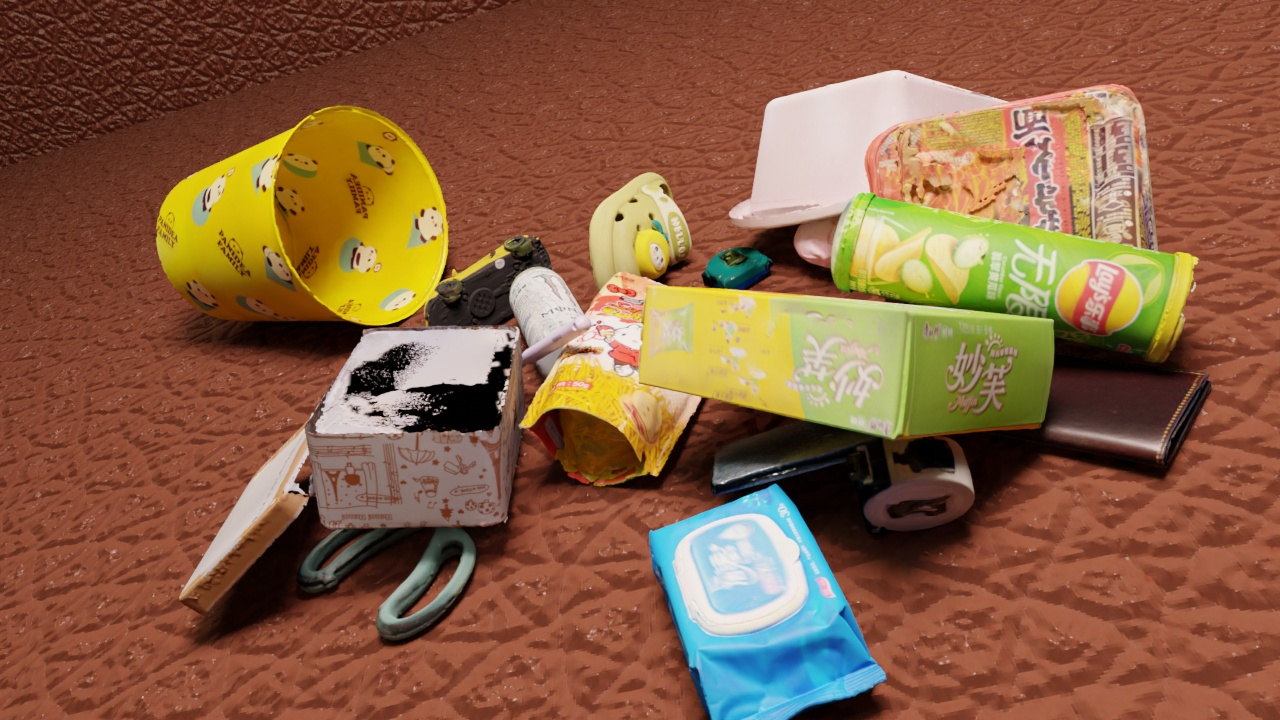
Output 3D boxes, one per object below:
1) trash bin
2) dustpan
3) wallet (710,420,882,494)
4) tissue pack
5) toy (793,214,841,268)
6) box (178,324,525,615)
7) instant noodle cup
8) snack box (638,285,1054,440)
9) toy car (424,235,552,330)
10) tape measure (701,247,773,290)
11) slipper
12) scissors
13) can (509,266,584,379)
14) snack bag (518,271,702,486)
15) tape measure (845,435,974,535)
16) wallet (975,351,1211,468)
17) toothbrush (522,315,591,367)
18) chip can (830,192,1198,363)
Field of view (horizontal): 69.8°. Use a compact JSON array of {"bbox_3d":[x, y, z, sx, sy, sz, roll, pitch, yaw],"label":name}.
[{"bbox_3d":[-0.389,-0.145,1.032,0.256,0.230,0.228,-3,34,33],"label":"trash bin"},{"bbox_3d":[0.217,-0.169,0.849,0.273,0.139,0.223,6,0,-31],"label":"dustpan"},{"bbox_3d":[0.104,0.056,0.594,0.121,0.019,0.097,-17,4,8],"label":"wallet"},{"bbox_3d":[0.061,0.132,0.505,0.095,0.052,0.157,-20,31,-1],"label":"tissue pack"},{"bbox_3d":[0.213,-0.128,0.831,0.121,0.054,0.159,8,33,42],"label":"toy"},{"bbox_3d":[-0.211,0.067,0.680,0.274,0.124,0.178,-22,24,8],"label":"box"},{"bbox_3d":[0.269,-0.103,0.678,0.189,0.164,0.079,-6,4,19],"label":"instant noodle cup"},{"bbox_3d":[0.123,-0.005,0.581,0.157,0.070,0.210,0,7,-40],"label":"snack box"},{"bbox_3d":[-0.152,-0.070,0.917,0.155,0.071,0.041,-38,37,-26],"label":"toy car"},{"bbox_3d":[0.088,-0.086,0.855,0.058,0.025,0.054,-30,34,-17],"label":"tape measure"},{"bbox_3d":[0.010,-0.130,0.908,0.082,0.092,0.190,-2,32,23],"label":"slipper"},{"bbox_3d":[-0.178,0.132,0.670,0.179,0.019,0.172,-8,35,20],"label":"scissors"},{"bbox_3d":[-0.080,-0.034,0.834,0.058,0.058,0.146,-23,32,-6],"label":"can"},{"bbox_3d":[-0.004,0.004,0.720,0.129,0.073,0.207,18,42,11],"label":"snack bag"},{"bbox_3d":[0.157,0.071,0.531,0.066,0.066,0.033,-13,52,15],"label":"tape measure"},{"bbox_3d":[0.282,0.025,0.585,0.122,0.020,0.096,12,38,42],"label":"wallet"},{"bbox_3d":[-0.087,-0.006,0.743,0.021,0.029,0.190,-20,-3,-33],"label":"toothbrush"},{"bbox_3d":[0.240,-0.059,0.616,0.221,0.073,0.072,16,43,20],"label":"chip can"}]
